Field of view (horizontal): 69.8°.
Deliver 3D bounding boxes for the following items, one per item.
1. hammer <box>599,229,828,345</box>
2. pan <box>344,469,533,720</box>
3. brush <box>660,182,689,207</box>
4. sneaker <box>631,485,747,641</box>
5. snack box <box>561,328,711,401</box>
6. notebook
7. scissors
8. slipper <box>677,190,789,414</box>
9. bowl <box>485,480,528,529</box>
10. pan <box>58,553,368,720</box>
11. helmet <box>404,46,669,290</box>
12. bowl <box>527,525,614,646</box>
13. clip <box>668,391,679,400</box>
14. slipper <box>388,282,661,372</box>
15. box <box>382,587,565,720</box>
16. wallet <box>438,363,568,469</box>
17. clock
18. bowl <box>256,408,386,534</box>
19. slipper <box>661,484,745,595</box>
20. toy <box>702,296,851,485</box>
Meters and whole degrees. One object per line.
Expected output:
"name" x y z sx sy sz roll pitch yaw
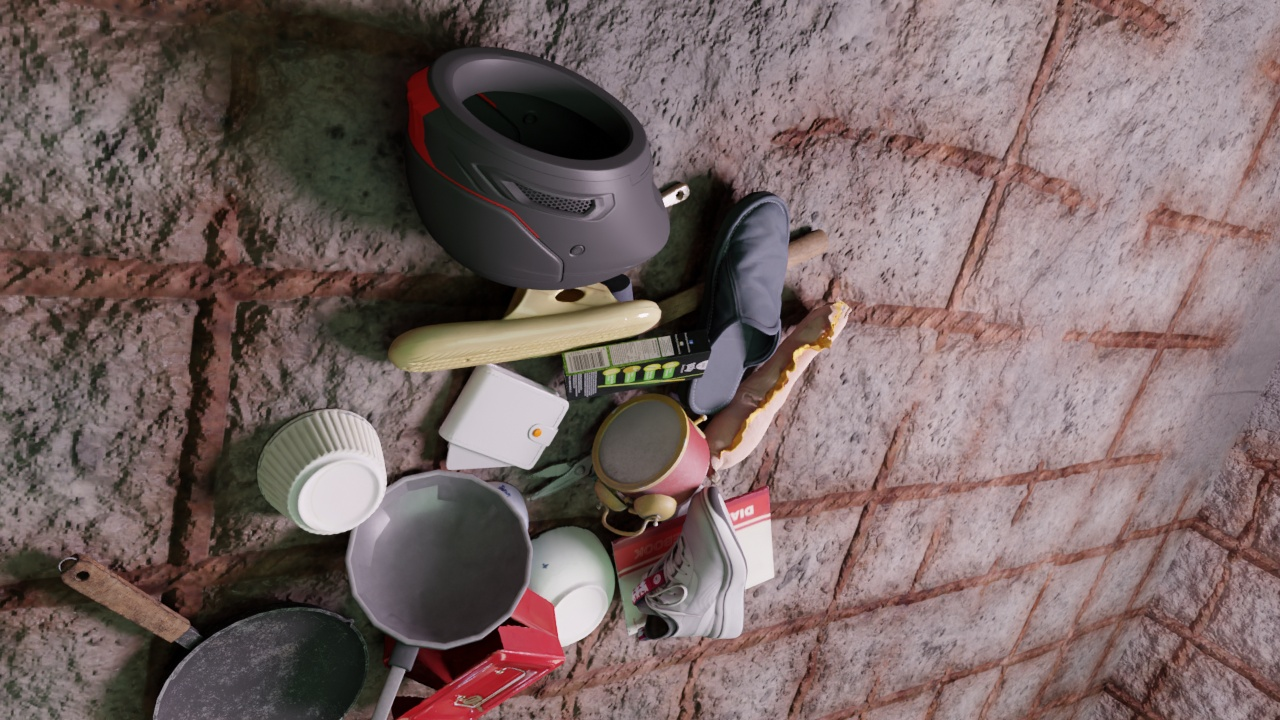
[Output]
"hammer" 0.090 -0.083 1.040 0.321 0.040 0.129 -25 132 -25
"pan" -0.219 0.269 0.855 0.178 0.356 0.041 20 147 -5
"brush" -0.011 -0.147 0.941 0.151 0.012 0.039 -28 128 -22
"sneaker" 0.052 0.244 1.063 0.128 0.096 0.264 -12 134 -10
"snack box" -0.006 0.006 0.948 0.147 0.025 0.080 -10 160 -7
"notebook" 0.070 0.248 1.141 0.208 0.012 0.153 -18 121 -16
"scissors" -0.044 0.133 1.075 0.209 0.015 0.142 -29 131 -21
"slipper" 0.122 -0.048 1.004 0.108 0.083 0.266 -2 117 -40
"bowl" -0.166 0.190 0.994 0.114 0.045 0.114 -18 124 -29
"pan" -0.405 0.272 0.865 0.207 0.040 0.357 -40 131 -12
"helmet" -0.088 -0.144 0.780 0.264 0.164 0.170 3 142 -32
"bowl" -0.091 0.279 1.083 0.153 0.073 0.154 -19 126 -29
"clip" 0.051 0.045 1.098 0.042 0.014 0.052 -32 128 -19
"slipper" -0.112 -0.044 0.877 0.261 0.111 0.079 -10 79 -21
"box" -0.179 0.306 0.983 0.158 0.112 0.134 -35 141 14
"wallet" -0.145 0.070 0.947 0.118 0.037 0.115 26 97 -40
"clock" 0.011 0.122 1.014 0.081 0.117 0.158 47 61 -45
"bowl" -0.285 0.109 0.845 0.115 0.062 0.115 -18 125 -29
"slipper" 0.074 0.258 1.192 0.112 0.074 0.247 -13 119 0
"toy" 0.162 0.033 1.092 0.065 0.196 0.264 43 97 -7
